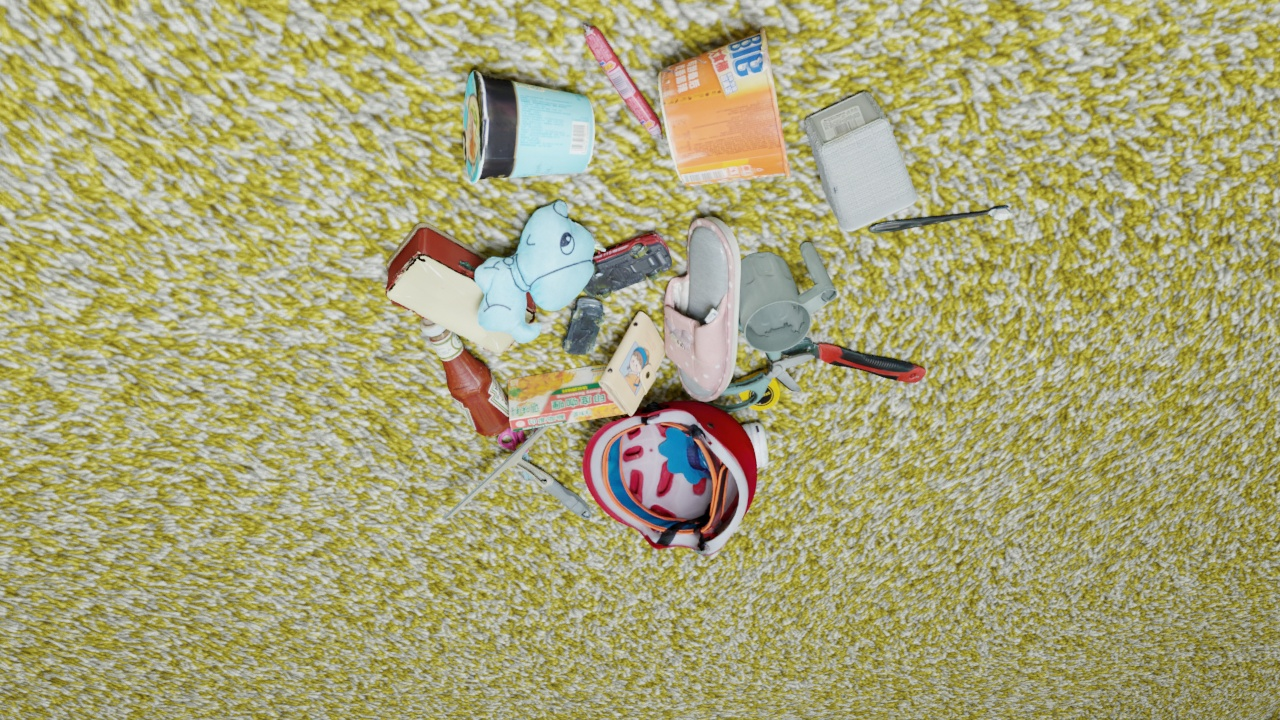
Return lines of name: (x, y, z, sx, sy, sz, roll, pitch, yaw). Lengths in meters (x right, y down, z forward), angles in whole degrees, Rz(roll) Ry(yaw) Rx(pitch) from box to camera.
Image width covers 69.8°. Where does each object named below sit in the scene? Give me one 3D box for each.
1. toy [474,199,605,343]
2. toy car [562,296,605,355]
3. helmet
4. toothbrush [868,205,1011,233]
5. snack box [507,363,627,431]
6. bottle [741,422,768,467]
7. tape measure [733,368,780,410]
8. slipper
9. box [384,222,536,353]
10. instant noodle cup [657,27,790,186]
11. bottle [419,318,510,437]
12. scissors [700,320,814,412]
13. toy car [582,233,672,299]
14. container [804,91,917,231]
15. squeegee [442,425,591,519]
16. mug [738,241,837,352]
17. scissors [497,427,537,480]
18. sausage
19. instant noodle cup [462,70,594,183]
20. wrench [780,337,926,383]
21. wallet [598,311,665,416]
toy: (-0.115, -0.102, 1.058, 0.156, 0.050, 0.161, -7, 101, -22)
toy car: (-0.074, -0.043, 1.178, 0.043, 0.034, 0.091, 3, 135, -17)
helmet: (0.055, 0.144, 1.260, 0.240, 0.143, 0.207, 7, 113, 30)
toothbrush: (0.374, -0.174, 1.145, 0.181, 0.018, 0.016, -7, 138, -1)
snack box: (-0.099, 0.048, 1.232, 0.156, 0.077, 0.027, -9, 134, -2)
bottle: (0.088, 0.135, 1.361, 0.197, 0.068, 0.068, -6, 135, 1)
tape measure: (0.169, 0.041, 1.303, 0.060, 0.028, 0.057, -24, 114, 15)
slipper: (0.072, -0.053, 1.146, 0.054, 0.114, 0.275, -22, 138, -27)
box: (-0.212, -0.076, 1.088, 0.168, 0.079, 0.091, 29, 122, -32)
instant noodle cup: (0.086, -0.249, 0.935, 0.111, 0.151, 0.151, -11, 135, 11)
bottle: (-0.227, 0.018, 1.193, 0.060, 0.059, 0.206, -17, 134, 6)
scissors: (0.142, 0.000, 1.249, 0.174, 0.019, 0.170, -24, 120, 16)
toy car: (-0.021, -0.115, 1.109, 0.121, 0.045, 0.053, -19, 132, 17)
container: (0.242, -0.224, 1.022, 0.090, 0.090, 0.114, -23, 130, 11)
squeegee: (-0.141, 0.183, 1.379, 0.246, 0.039, 0.246, -43, 140, 0)
mug: (0.174, -0.084, 1.134, 0.124, 0.103, 0.083, -33, 131, 19)
scissors: (-0.169, 0.137, 1.352, 0.063, 0.017, 0.135, -20, 140, -8)
sausage: (-0.017, -0.288, 0.959, 0.020, 0.020, 0.156, -27, 132, 16)
instant noodle cup: (-0.114, -0.236, 0.942, 0.120, 0.111, 0.111, -2, 135, -21)
wrench: (0.290, -0.007, 1.292, 0.273, 0.016, 0.056, 16, 129, -23)
wallet: (-0.007, 0.007, 1.193, 0.024, 0.115, 0.087, 5, 145, 37)
